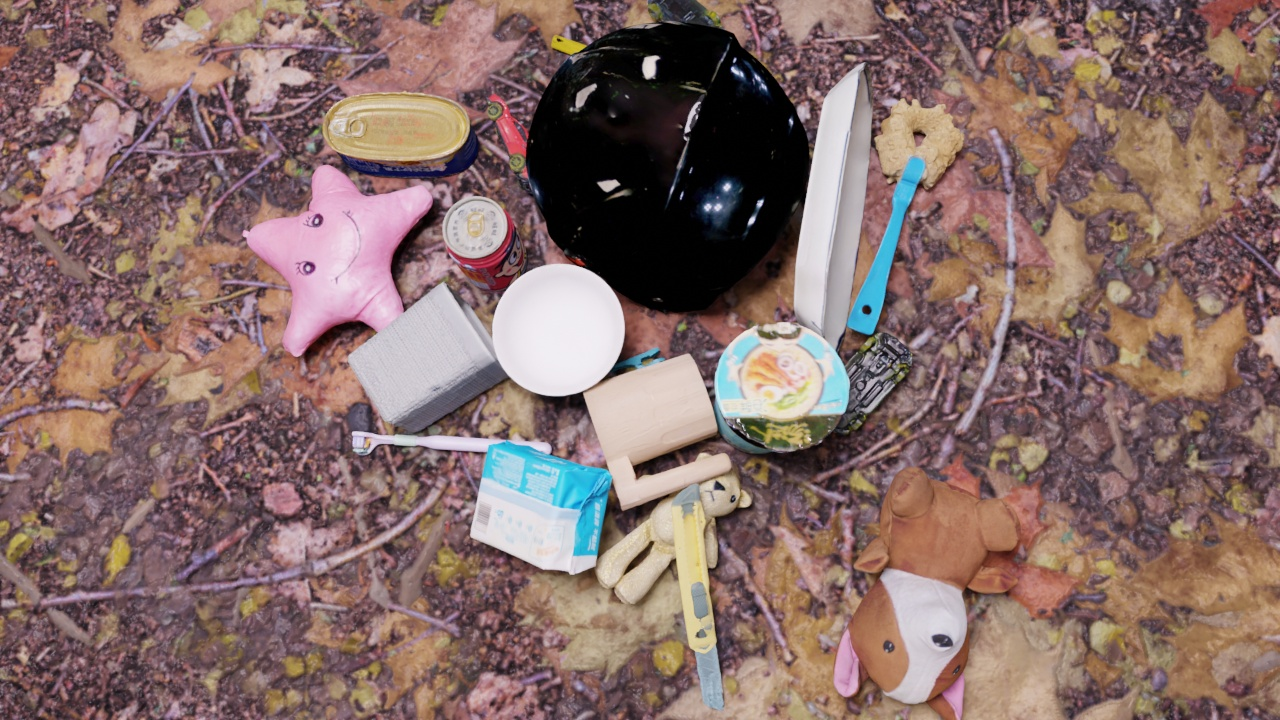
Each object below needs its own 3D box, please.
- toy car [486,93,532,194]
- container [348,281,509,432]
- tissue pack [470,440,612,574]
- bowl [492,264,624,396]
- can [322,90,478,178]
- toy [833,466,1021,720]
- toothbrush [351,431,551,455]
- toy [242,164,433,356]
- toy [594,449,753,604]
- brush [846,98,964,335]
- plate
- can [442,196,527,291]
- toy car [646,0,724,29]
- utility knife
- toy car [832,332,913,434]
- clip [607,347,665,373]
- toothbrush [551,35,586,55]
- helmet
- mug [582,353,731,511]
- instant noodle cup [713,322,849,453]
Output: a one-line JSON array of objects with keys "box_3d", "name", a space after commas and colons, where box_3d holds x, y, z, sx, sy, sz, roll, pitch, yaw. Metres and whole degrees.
[{"box_3d": [-0.126, -0.219, 0.918, 0.031, 0.049, 0.106, -25, 77, -3], "name": "toy car"}, {"box_3d": [-0.196, 0.002, 0.853, 0.114, 0.090, 0.090, -35, 77, -1], "name": "container"}, {"box_3d": [-0.087, 0.125, 0.801, 0.140, 0.063, 0.090, 10, 88, 45], "name": "tissue pack"}, {"box_3d": [-0.070, -0.024, 0.839, 0.118, 0.065, 0.118, -1, 83, 6], "name": "bowl"}, {"box_3d": [-0.240, -0.226, 0.926, 0.148, 0.049, 0.074, 2, 77, 4], "name": "can"}, {"box_3d": [0.241, 0.199, 0.770, 0.140, 0.130, 0.199, 19, 88, 2], "name": "toy"}, {"box_3d": [-0.178, 0.080, 0.868, 0.189, 0.029, 0.021, 2, 39, 3], "name": "toothbrush"}, {"box_3d": [-0.302, -0.096, 0.887, 0.178, 0.074, 0.194, 10, 79, 6], "name": "toy"}, {"box_3d": [0.027, 0.149, 0.815, 0.157, 0.066, 0.105, -42, 83, -13], "name": "toy"}, {"box_3d": [0.245, -0.141, 0.875, 0.083, 0.046, 0.254, 20, 73, 4], "name": "brush"}, {"box_3d": [0.175, -0.136, 0.829, 0.034, 0.162, 0.265, 7, 78, 20], "name": "plate"}, {"box_3d": [-0.147, -0.110, 0.871, 0.066, 0.094, 0.066, -1, 77, 3], "name": "can"}, {"box_3d": [0.045, -0.350, 0.945, 0.042, 0.035, 0.090, -43, 78, -8], "name": "toy car"}, {"box_3d": [0.051, 0.208, 0.795, 0.031, 0.021, 0.207, -9, 103, -8], "name": "utility knife"}, {"box_3d": [0.206, 0.022, 0.852, 0.048, 0.032, 0.105, 42, 94, 11], "name": "toy car"}, {"box_3d": [-0.004, 0.006, 0.877, 0.056, 0.014, 0.040, -29, 78, -4], "name": "clip"}, {"box_3d": [-0.005, -0.300, 0.946, 0.190, 0.016, 0.015, 22, 78, 8], "name": "toothbrush"}, {"box_3d": [0.011, -0.185, 0.822, 0.275, 0.230, 0.233, 15, 75, 27], "name": "helmet"}, {"box_3d": [0.014, 0.062, 0.821, 0.103, 0.084, 0.124, -19, 56, -3], "name": "mug"}, {"box_3d": [0.112, 0.034, 0.806, 0.111, 0.120, 0.111, 1, 76, -3], "name": "instant noodle cup"}]
